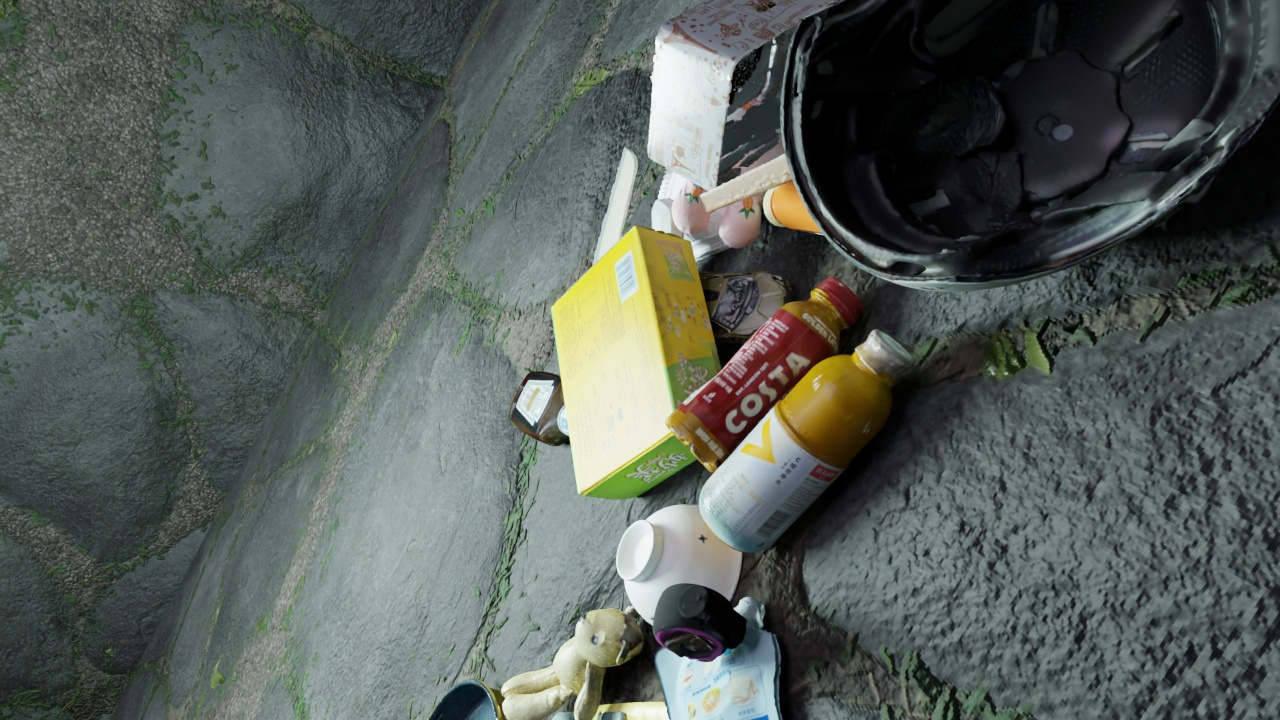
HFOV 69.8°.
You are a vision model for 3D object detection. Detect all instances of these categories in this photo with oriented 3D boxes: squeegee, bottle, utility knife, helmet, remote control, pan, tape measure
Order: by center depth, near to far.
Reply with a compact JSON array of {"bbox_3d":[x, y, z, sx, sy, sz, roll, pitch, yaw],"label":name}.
[{"bbox_3d":[0.231,-0.154,0.549,0.275,0.156,0.230,-35,70,20],"label":"helmet"},{"bbox_3d":[0.038,0.186,0.646,0.058,0.057,0.039,-25,33,40],"label":"tape measure"},{"bbox_3d":[0.120,0.058,0.663,0.190,0.068,0.068,-51,30,22],"label":"bottle"},{"bbox_3d":[0.099,0.008,0.716,0.175,0.057,0.057,-44,29,-1],"label":"bottle"},{"bbox_3d":[-0.017,0.299,0.756,0.217,0.022,0.030,-32,35,51],"label":"utility knife"},{"bbox_3d":[0.149,-0.138,0.793,0.066,0.066,0.149,-66,21,-4],"label":"bottle"},{"bbox_3d":[0.029,-0.100,0.933,0.049,0.024,0.125,-126,28,-60],"label":"remote control"},{"bbox_3d":[-0.236,0.438,0.935,0.359,0.078,0.197,-33,40,44],"label":"pan"},{"bbox_3d":[-0.001,-0.055,0.984,0.247,0.039,0.246,109,153,-44],"label":"squeegee"},{"bbox_3d":[-0.090,0.060,1.043,0.195,0.044,0.080,15,80,61],"label":"bottle"}]

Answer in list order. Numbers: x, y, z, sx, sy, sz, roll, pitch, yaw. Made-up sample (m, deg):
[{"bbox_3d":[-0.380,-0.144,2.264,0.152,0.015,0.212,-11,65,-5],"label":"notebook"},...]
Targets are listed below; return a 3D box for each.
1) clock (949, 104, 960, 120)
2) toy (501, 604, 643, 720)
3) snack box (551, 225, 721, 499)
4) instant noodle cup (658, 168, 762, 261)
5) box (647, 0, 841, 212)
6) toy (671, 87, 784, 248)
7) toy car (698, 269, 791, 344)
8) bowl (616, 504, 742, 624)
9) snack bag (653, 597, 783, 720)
[{"bbox_3d":[0.214,-0.216,0.682,0.122,0.055,0.082,15,72,31],"label":"clock"},{"bbox_3d":[-0.062,0.266,0.798,0.158,0.066,0.105,-40,18,24],"label":"toy"},{"bbox_3d":[-0.005,0.005,0.856,0.158,0.070,0.209,-38,53,43],"label":"snack box"},{"bbox_3d":[0.073,-0.197,0.966,0.138,0.060,0.173,-15,53,55],"label":"instant noodle cup"},{"bbox_3d":[0.126,-0.205,0.757,0.174,0.152,0.181,33,54,27],"label":"box"},{"bbox_3d":[0.090,-0.188,0.878,0.054,0.121,0.159,126,158,-78],"label":"toy"},{"bbox_3d":[0.080,-0.051,0.853,0.158,0.042,0.070,5,71,57],"label":"toy car"},{"bbox_3d":[0.020,0.163,0.748,0.119,0.064,0.118,-41,35,36],"label":"bowl"},{"bbox_3d":[0.062,0.257,0.629,0.111,0.039,0.190,-50,28,28],"label":"snack bag"}]
